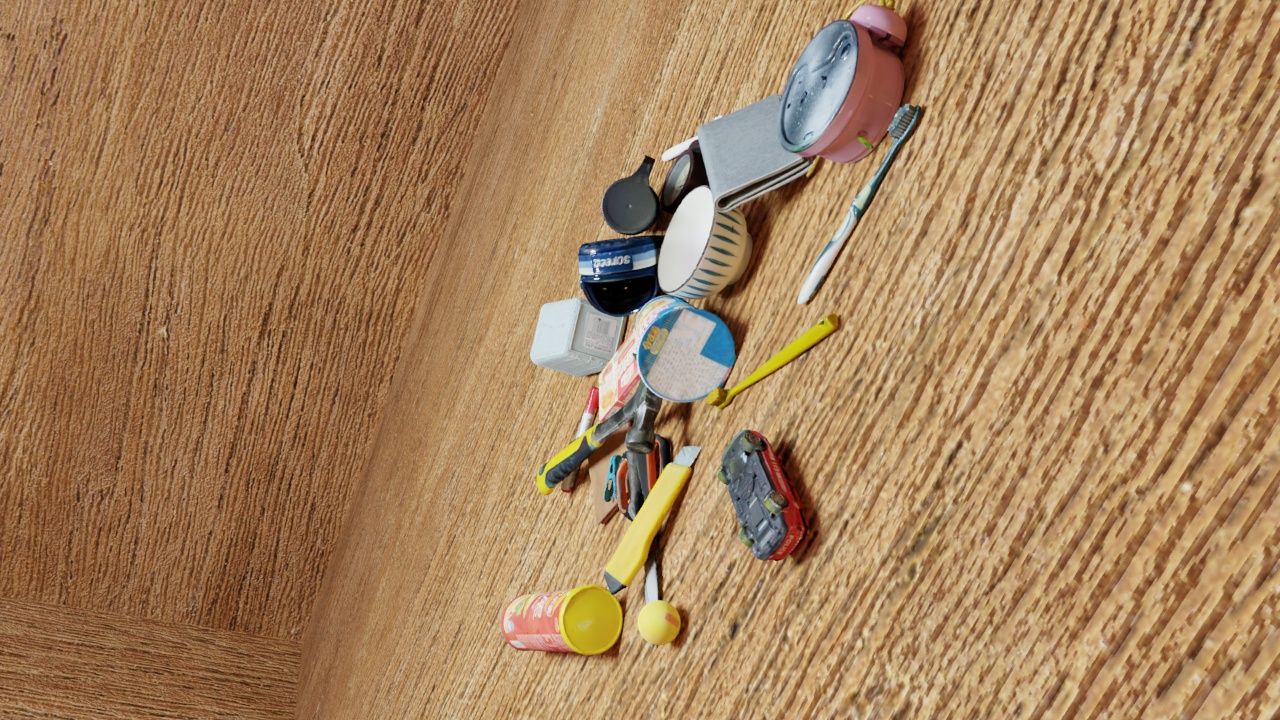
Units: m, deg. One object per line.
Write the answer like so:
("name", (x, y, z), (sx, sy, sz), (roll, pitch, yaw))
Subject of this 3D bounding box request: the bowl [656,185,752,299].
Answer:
("bowl", (0.073, -0.115, 0.948), (0.117, 0.066, 0.116), (-48, 33, 45))

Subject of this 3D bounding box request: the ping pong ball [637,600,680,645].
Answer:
("ping pong ball", (0.018, 0.245, 0.858), (0.040, 0.040, 0.040), (-49, 33, 46))

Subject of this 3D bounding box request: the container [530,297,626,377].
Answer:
("container", (-0.081, -0.031, 1.228), (0.112, 0.090, 0.090), (-7, 69, 63))

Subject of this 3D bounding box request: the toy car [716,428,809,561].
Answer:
("toy car", (0.100, 0.109, 0.751), (0.053, 0.045, 0.120), (-57, 32, 30))

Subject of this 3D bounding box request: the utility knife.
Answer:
("utility knife", (0.013, 0.160, 0.931), (0.033, 0.015, 0.176), (32, 95, 29))

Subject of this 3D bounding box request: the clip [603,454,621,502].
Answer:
("clip", (-0.029, 0.135, 1.048), (0.034, 0.013, 0.055), (-13, 68, 58))

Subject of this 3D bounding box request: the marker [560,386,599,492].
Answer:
("marker", (-0.079, 0.105, 1.217), (0.017, 0.017, 0.145), (23, 95, 68))

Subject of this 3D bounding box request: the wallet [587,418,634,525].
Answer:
("wallet", (-0.031, 0.124, 1.091), (0.101, 0.020, 0.115), (-52, 33, 41))

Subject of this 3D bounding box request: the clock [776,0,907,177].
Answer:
("clock", (0.179, -0.247, 0.801), (0.117, 0.059, 0.158), (170, 113, -67))

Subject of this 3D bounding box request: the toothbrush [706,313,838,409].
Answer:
("toothbrush", (0.114, 0.004, 0.831), (0.191, 0.016, 0.015), (-41, 39, 53))

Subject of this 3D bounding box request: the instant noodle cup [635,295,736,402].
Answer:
("instant noodle cup", (0.037, -0.020, 0.944), (0.110, 0.099, 0.099), (-118, 49, -70))

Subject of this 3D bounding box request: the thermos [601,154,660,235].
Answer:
("thermos", (-0.004, -0.191, 1.084), (0.090, 0.068, 0.242), (-62, 4, 8))

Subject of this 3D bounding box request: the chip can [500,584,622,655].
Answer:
("chip can", (-0.096, 0.299, 1.049), (0.217, 0.073, 0.073), (-32, 45, 59))

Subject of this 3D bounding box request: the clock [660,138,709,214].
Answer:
("clock", (0.063, -0.204, 1.050), (0.082, 0.055, 0.121), (-52, 28, 42))

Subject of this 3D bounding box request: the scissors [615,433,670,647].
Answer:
("scissors", (0.013, 0.175, 0.944), (0.140, 0.021, 0.234), (-56, 33, 23))

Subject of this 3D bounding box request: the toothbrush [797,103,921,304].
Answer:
("toothbrush", (0.178, -0.127, 0.771), (0.192, 0.018, 0.016), (-62, 25, 25))

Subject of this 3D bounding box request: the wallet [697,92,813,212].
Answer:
("wallet", (0.115, -0.207, 0.909), (0.107, 0.037, 0.129), (-21, 43, 14))

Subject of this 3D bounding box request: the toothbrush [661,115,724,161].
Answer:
("toothbrush", (0.064, -0.276, 1.148), (0.180, 0.016, 0.016), (-6, 67, 67))

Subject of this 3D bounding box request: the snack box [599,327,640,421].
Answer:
("snack box", (-0.007, 0.006, 1.104), (0.153, 0.025, 0.075), (-52, 30, 42))

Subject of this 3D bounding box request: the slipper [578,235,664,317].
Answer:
("slipper", (-0.015, -0.098, 1.064), (0.252, 0.105, 0.095), (-64, -30, -84))

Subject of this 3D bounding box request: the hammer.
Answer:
("hammer", (-0.054, 0.091, 1.081), (0.324, 0.032, 0.126), (-41, 31, 55))
